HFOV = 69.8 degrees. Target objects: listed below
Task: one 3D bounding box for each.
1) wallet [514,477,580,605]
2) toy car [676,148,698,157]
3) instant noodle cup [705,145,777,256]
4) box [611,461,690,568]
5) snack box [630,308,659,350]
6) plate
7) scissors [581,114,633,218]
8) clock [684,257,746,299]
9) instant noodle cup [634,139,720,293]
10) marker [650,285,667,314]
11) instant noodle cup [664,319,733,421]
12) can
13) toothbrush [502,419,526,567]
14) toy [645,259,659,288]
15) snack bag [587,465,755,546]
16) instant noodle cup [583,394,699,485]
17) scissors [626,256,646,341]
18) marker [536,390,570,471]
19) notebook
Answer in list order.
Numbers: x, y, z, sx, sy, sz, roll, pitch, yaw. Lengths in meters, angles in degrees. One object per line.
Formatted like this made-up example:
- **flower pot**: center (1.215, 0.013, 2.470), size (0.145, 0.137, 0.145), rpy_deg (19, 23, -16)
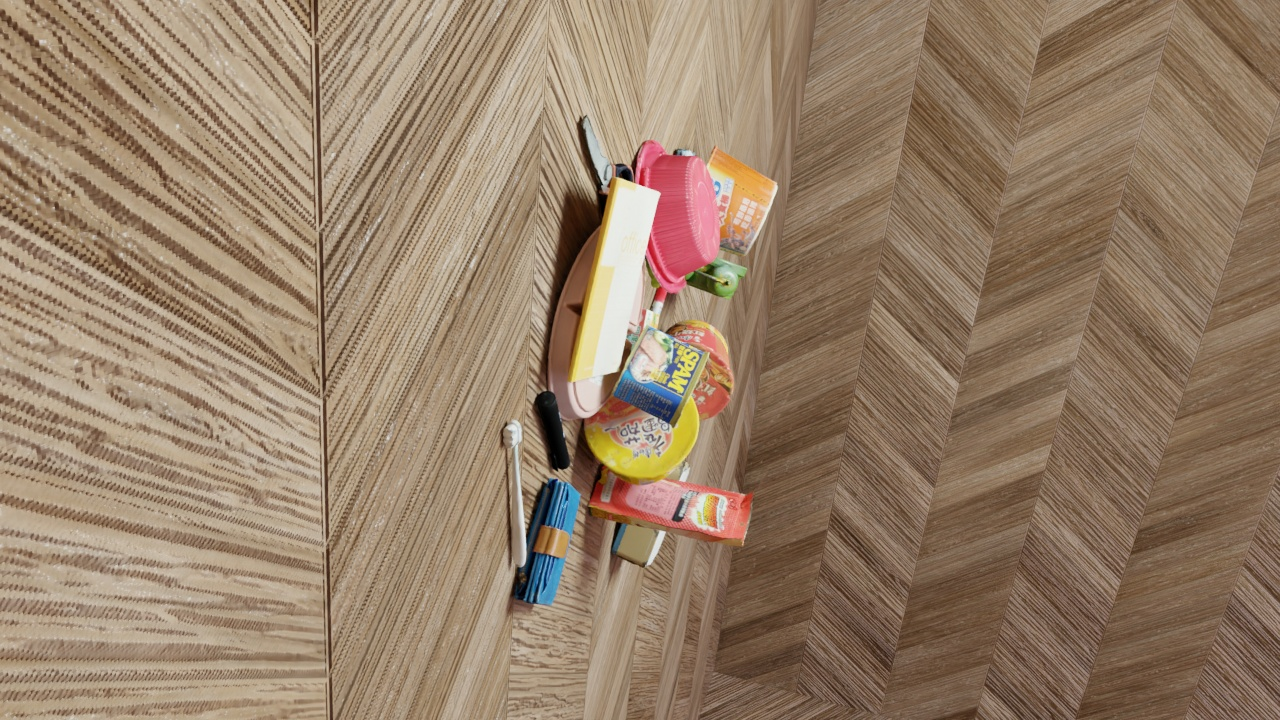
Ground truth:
- **wallet**: center (-0.097, 0.201, 1.005), size (0.106, 0.040, 0.133), rpy_deg (73, 29, -73)
- **toy car**: center (0.069, -0.281, 1.344), size (0.105, 0.031, 0.049), rpy_deg (-22, 122, -74)
- **instant noodle cup**: center (0.131, -0.232, 1.380), size (0.151, 0.111, 0.151), rpy_deg (-167, -79, -89)
- **box**: center (0.020, 0.221, 1.411), size (0.089, 0.063, 0.184), rpy_deg (7, 103, -78)
- **snack box**: center (-0.007, 0.007, 1.255), size (0.077, 0.027, 0.156), rpy_deg (8, 93, -76)
- **plate**: center (-0.042, -0.041, 1.018), size (0.229, 0.028, 0.229), rpy_deg (17, 89, -75)
- **scissors**: center (-0.033, -0.210, 0.990), size (0.181, 0.015, 0.210), rpy_deg (-62, 159, -49)
- **clock**: center (0.100, -0.137, 1.414), size (0.161, 0.116, 0.056), rpy_deg (-19, 130, -79)
- **instant noodle cup**: center (0.054, -0.186, 1.161), size (0.193, 0.066, 0.194), rpy_deg (-5, 90, -71)
- **marker**: center (0.016, -0.052, 1.334), size (0.017, 0.017, 0.145), rpy_deg (79, 25, -59)
- **instant noodle cup**: center (0.077, 0.010, 1.411), size (0.108, 0.138, 0.138), rpy_deg (-74, 169, -60)
- **can**: center (0.023, 0.017, 1.069), size (0.101, 0.083, 0.057), rpy_deg (-63, 178, -42)
- **toothbrush**: center (-0.121, 0.135, 0.887), size (0.016, 0.016, 0.180), rpy_deg (-49, 148, -51)
- **toy**: center (0.025, -0.144, 1.216), size (0.097, 0.031, 0.100), rpy_deg (80, 13, -61)
- **snack bag**: center (0.043, 0.190, 1.218), size (0.128, 0.208, 0.073), rpy_deg (-53, 152, -65)
- **instant noodle cup**: center (0.002, 0.091, 1.147), size (0.110, 0.138, 0.137), rpy_deg (88, 16, -71)
- **scissors**: center (-0.020, -0.088, 1.142), size (0.169, 0.019, 0.174), rpy_deg (-8, 110, -75)
- **marker**: center (-0.091, 0.076, 0.965), size (0.022, 0.020, 0.132), rpy_deg (-40, 151, -23)
- **notebook**: center (-0.026, -0.082, 0.958), size (0.145, 0.010, 0.206), rpy_deg (-13, 118, -72)
